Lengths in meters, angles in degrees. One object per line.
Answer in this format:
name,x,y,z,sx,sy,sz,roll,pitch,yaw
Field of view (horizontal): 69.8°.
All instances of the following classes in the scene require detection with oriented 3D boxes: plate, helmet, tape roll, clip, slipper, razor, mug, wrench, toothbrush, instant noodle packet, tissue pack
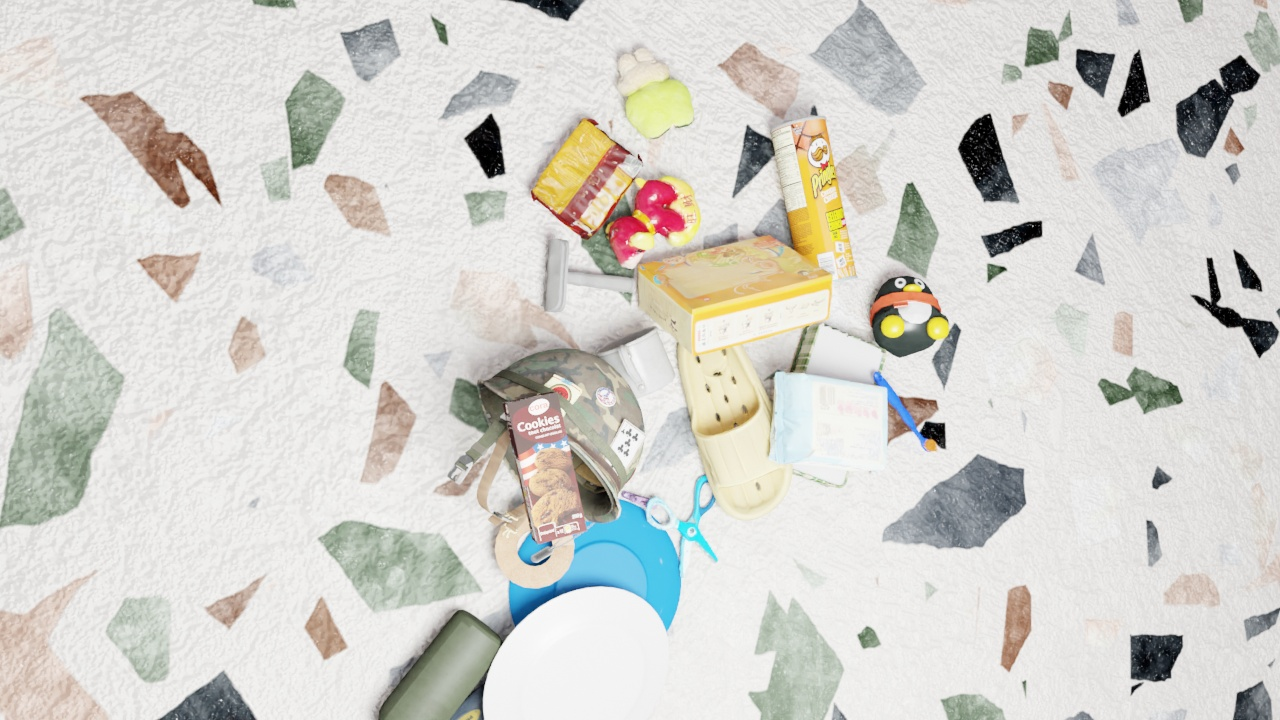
plate,-0.050,0.283,1.138,0.224,0.024,0.224,0,89,-19
helmet,-0.103,0.098,1.029,0.235,0.193,0.224,-28,55,-20
tape roll,-0.126,0.224,1.098,0.094,0.027,0.094,1,77,-6
clip,-0.003,0.176,1.162,0.050,0.046,0.014,29,79,-61
slipper,0.117,0.075,1.153,0.111,0.079,0.261,-18,89,4
razor,-0.060,-0.099,1.137,0.116,0.047,0.088,5,87,-26
mug,-0.007,0.007,1.114,0.084,0.113,0.070,-22,99,8
wrench,-0.147,0.371,1.091,0.273,0.022,0.073,-42,104,-8
toothbrush,0.365,0.073,1.260,0.182,0.018,0.016,47,67,-32
instant noodle packet,-0.065,-0.226,1.136,0.098,0.040,0.135,37,79,-15
plate,-0.069,0.387,1.098,0.242,0.016,0.243,-7,106,-26
tissue pack,0.241,0.080,1.155,0.181,0.070,0.112,10,77,-35

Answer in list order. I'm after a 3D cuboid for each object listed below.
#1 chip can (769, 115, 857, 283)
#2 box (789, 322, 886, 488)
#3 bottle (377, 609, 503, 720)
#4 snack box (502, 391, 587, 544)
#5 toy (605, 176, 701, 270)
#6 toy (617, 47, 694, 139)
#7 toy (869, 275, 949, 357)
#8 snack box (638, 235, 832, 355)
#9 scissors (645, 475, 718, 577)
chip can,0.230,-0.207,1.217,0.075,0.075,0.215,-13,93,-19
box,0.247,0.060,1.233,0.117,0.050,0.205,19,82,-15
bottle,-0.245,0.387,1.045,0.071,0.071,0.206,42,77,-14
snack box,-0.095,0.105,0.911,0.051,0.032,0.141,-13,93,-16
toy,0.016,-0.181,1.152,0.137,0.067,0.105,-35,108,-21
toy,0.015,-0.340,1.163,0.092,0.046,0.115,-28,91,-18
toy,0.360,-0.068,1.251,0.097,0.100,0.119,2,64,-1
snack box,0.114,-0.078,1.135,0.195,0.145,0.081,-15,123,-21
scissors,0.067,0.207,1.182,0.134,0.012,0.134,-48,109,-23
